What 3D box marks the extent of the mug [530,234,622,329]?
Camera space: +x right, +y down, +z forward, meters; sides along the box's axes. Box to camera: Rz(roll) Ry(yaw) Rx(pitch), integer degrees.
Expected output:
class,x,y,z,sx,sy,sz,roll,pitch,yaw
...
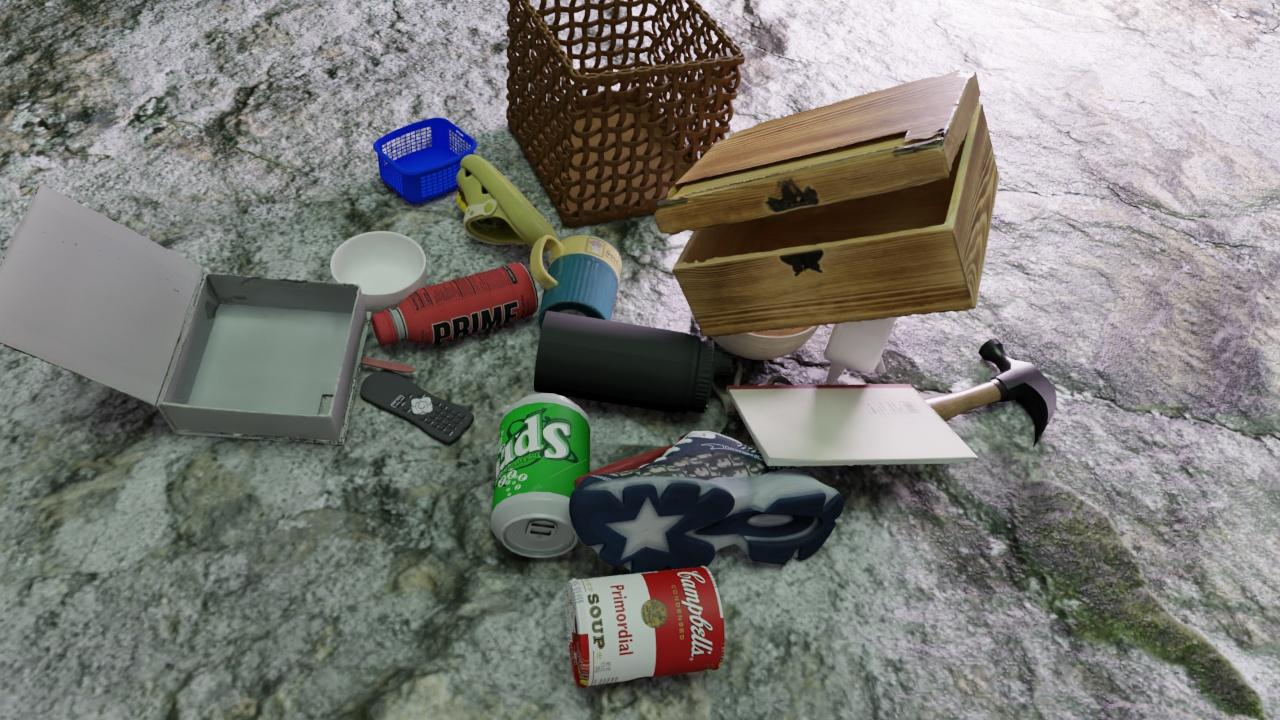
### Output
class,x,y,z,sx,sy,sz,roll,pitch,yaw
mug,-0.079,-0.085,1.022,0.113,0.083,0.107,40,42,-31

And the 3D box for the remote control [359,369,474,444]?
class,x,y,z,sx,sy,sz,roll,pitch,yaw
remote control,-0.232,0.045,0.943,0.124,0.009,0.046,26,49,15

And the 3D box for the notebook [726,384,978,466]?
class,x,y,z,sx,sy,sz,roll,pitch,yaw
notebook,0.205,0.061,0.916,0.208,0.012,0.153,0,26,-11

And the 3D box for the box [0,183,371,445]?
class,x,y,z,sx,sy,sz,roll,pitch,yaw
box,-0.502,-0.047,0.858,0.478,0.119,0.166,17,54,-23

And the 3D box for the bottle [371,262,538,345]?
class,x,y,z,sx,sy,sz,roll,pitch,yaw
bottle,-0.204,-0.057,1.005,0.176,0.062,0.062,-18,53,-23

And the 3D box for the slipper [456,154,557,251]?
class,x,y,z,sx,sy,sz,roll,pitch,yaw
slipper,-0.172,-0.176,1.118,0.081,0.091,0.190,-48,50,4

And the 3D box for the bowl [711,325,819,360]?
class,x,y,z,sx,sy,sz,roll,pitch,yaw
bowl,0.131,-0.055,1.044,0.150,0.075,0.150,5,48,-5

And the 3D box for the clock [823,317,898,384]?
class,x,y,z,sx,sy,sz,roll,pitch,yaw
clock,0.254,-0.051,0.999,0.073,0.161,0.125,20,48,10

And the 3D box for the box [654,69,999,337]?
class,x,y,z,sx,sy,sz,roll,pitch,yaw
box,0.196,-0.165,0.917,0.280,0.168,0.244,-7,34,33

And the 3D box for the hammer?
class,x,y,z,sx,sy,sz,roll,pitch,yaw
hammer,0.313,0.061,0.995,0.305,0.040,0.132,-15,48,-20

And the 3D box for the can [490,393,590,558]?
class,x,y,z,sx,sy,sz,roll,pitch,yaw
can,-0.091,0.105,0.855,0.088,0.088,0.139,3,47,-6

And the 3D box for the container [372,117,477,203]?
class,x,y,z,sx,sy,sz,roll,pitch,yaw
container,-0.274,-0.254,1.177,0.114,0.058,0.096,-33,60,-32

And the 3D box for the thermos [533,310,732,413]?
class,x,y,z,sx,sy,sz,roll,pitch,yaw
thermos,-0.006,0.006,0.961,0.198,0.086,0.086,9,47,0

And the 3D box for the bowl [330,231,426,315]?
class,x,y,z,sx,sy,sz,roll,pitch,yaw
bowl,-0.291,-0.092,1.030,0.105,0.054,0.104,3,49,-4

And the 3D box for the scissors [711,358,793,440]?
class,x,y,z,sx,sy,sz,roll,pitch,yaw
scissors,0.112,0.058,0.980,0.154,0.013,0.163,-7,48,-13

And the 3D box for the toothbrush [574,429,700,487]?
class,x,y,z,sx,sy,sz,roll,pitch,yaw
toothbrush,0.004,0.094,0.877,0.189,0.017,0.016,-15,68,-52

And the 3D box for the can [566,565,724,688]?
class,x,y,z,sx,sy,sz,roll,pitch,yaw
can,0.002,0.221,0.764,0.116,0.087,0.086,-3,48,-12

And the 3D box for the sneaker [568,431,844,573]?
class,x,y,z,sx,sy,sz,roll,pitch,yaw
sneaker,0.050,0.116,0.851,0.269,0.103,0.132,4,32,-27

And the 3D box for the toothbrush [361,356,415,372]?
class,x,y,z,sx,sy,sz,roll,pitch,yaw
toothbrush,-0.326,-0.005,0.965,0.184,0.016,0.015,9,47,3

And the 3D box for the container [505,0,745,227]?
class,x,y,z,sx,sy,sz,roll,pitch,yaw
container,-0.033,-0.347,1.192,0.219,0.215,0.251,-14,51,-20
